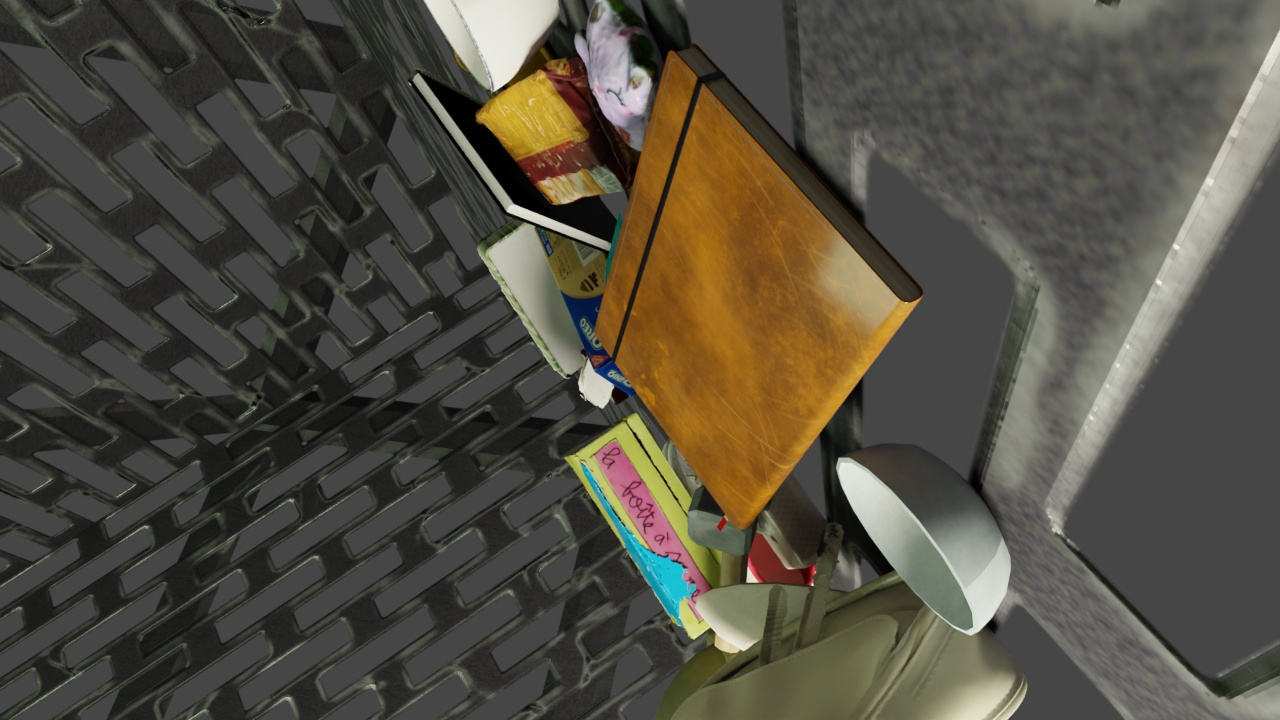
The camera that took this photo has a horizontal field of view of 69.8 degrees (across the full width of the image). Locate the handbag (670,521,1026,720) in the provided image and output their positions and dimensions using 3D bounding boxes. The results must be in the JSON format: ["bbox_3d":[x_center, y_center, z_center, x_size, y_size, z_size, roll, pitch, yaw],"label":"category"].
[{"bbox_3d":[0.094,0.208,0.572,0.132,0.183,0.230,54,136,6],"label":"handbag"}]

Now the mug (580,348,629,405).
[{"bbox_3d":[-0.014,0.000,1.038,0.073,0.082,0.106,56,173,6],"label":"mug"}]

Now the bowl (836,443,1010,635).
[{"bbox_3d":[0.148,0.083,0.466,0.106,0.039,0.106,55,173,9],"label":"bowl"}]

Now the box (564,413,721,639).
[{"bbox_3d":[0.017,0.168,0.944,0.221,0.082,0.124,55,169,2],"label":"box"}]

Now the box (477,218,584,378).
[{"bbox_3d":[-0.102,-0.087,1.129,0.205,0.117,0.050,58,169,-29],"label":"box"}]

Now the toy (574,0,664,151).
[{"bbox_3d":[-0.012,-0.156,0.493,0.080,0.036,0.100,60,175,9],"label":"toy"}]

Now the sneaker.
[{"bbox_3d":[0.107,0.158,0.973,0.236,0.090,0.104,59,159,24],"label":"sneaker"}]

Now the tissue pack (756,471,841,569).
[{"bbox_3d":[0.101,0.111,0.844,0.181,0.071,0.104,59,175,11],"label":"tissue pack"}]

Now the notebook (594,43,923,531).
[{"bbox_3d":[0.035,-0.024,0.494,0.178,0.014,0.250,53,152,21],"label":"notebook"}]

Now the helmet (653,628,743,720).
[{"bbox_3d":[0.140,0.392,0.977,0.233,0.255,0.250,53,172,3],"label":"helmet"}]

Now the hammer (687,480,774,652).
[{"bbox_3d":[0.077,0.159,0.748,0.051,0.117,0.323,13,143,14],"label":"hammer"}]

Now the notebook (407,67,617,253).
[{"bbox_3d":[-0.087,-0.154,0.758,0.149,0.016,0.206,54,-162,20],"label":"notebook"}]

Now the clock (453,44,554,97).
[{"bbox_3d":[-0.105,-0.234,0.724,0.152,0.052,0.113,52,173,1],"label":"clock"}]

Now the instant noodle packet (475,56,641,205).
[{"bbox_3d":[-0.055,-0.155,0.639,0.098,0.039,0.136,45,162,-23],"label":"instant noodle packet"}]

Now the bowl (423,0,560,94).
[{"bbox_3d":[-0.101,-0.240,0.591,0.116,0.065,0.116,55,173,9],"label":"bowl"}]

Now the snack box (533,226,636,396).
[{"bbox_3d":[-0.036,-0.062,0.815,0.056,0.057,0.206,37,-160,-45],"label":"snack box"}]

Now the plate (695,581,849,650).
[{"bbox_3d":[0.135,0.216,0.708,0.189,0.189,0.027,66,-148,-55],"label":"plate"}]

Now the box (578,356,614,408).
[{"bbox_3d":[-0.010,0.009,0.867,0.103,0.130,0.110,53,170,23],"label":"box"}]
